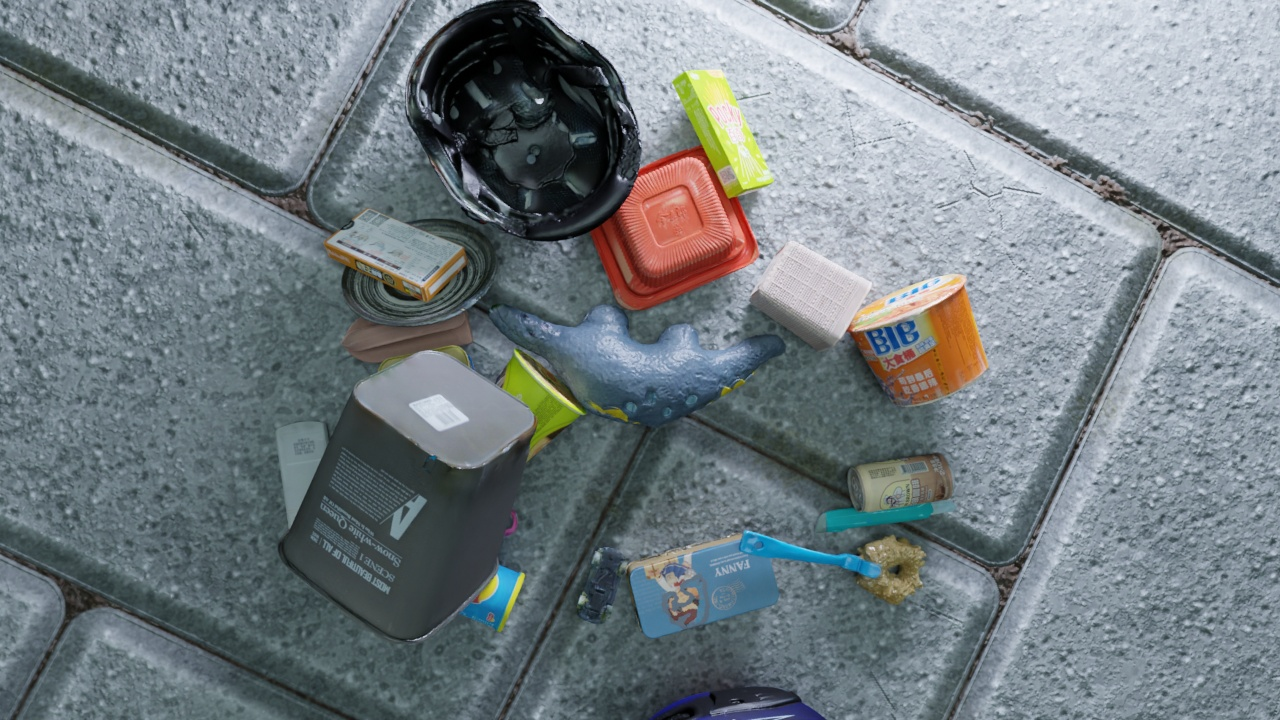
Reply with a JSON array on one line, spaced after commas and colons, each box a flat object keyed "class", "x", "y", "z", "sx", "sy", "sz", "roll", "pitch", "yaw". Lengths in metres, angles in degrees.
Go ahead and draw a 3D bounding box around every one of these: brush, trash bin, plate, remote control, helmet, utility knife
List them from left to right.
[{"class": "remote control", "x": -0.388, "y": 0.147, "z": 1.076, "sx": 0.058, "sy": 0.021, "sz": 0.150, "roll": -8, "pitch": 89, "yaw": -5}, {"class": "brush", "x": -0.272, "y": -0.035, "z": 1.067, "sx": 0.145, "sy": 0.073, "sz": 0.063, "roll": -13, "pitch": 91, "yaw": -6}, {"class": "trash bin", "x": -0.230, "y": 0.131, "z": 0.949, "sx": 0.199, "sy": 0.198, "sz": 0.220, "roll": 32, "pitch": 119, "yaw": 12}, {"class": "plate", "x": -0.252, "y": -0.097, "z": 1.056, "sx": 0.179, "sy": 0.024, "sz": 0.179, "roll": -3, "pitch": 49, "yaw": 3}, {"class": "helmet", "x": -0.129, "y": -0.258, "z": 1.046, "sx": 0.230, "sy": 0.157, "sz": 0.274, "roll": -45, "pitch": 95, "yaw": -1}, {"class": "helmet", "x": 0.085, "y": 0.479, "z": 0.989, "sx": 0.315, "sy": 0.241, "sz": 0.247, "roll": 6, "pitch": 88, "yaw": -16}, {"class": "brush", "x": 0.232, "y": 0.236, "z": 1.088, "sx": 0.254, "sy": 0.046, "sz": 0.083, "roll": 14, "pitch": 94, "yaw": -20}, {"class": "utility knife", "x": 0.303, "y": 0.191, "z": 1.136, "sx": 0.182, "sy": 0.013, "sz": 0.029, "roll": -6, "pitch": 92, "yaw": -4}]

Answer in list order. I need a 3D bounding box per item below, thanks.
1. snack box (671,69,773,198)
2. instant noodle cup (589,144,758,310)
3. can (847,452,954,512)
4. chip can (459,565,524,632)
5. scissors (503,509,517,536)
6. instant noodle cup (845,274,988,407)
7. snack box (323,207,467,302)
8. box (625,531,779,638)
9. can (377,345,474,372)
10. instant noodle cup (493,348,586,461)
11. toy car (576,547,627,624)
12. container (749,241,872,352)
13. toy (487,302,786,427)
[{"class": "snack box", "x": 0.101, "y": -0.275, "z": 1.106, "sx": 0.026, "sy": 0.085, "sz": 0.156, "roll": -26, "pitch": 89, "yaw": 38}, {"class": "instant noodle cup", "x": 0.034, "y": -0.163, "z": 1.095, "sx": 0.189, "sy": 0.079, "sz": 0.164, "roll": -24, "pitch": 87, "yaw": -1}, {"class": "can", "x": 0.317, "y": 0.149, "z": 1.116, "sx": 0.116, "sy": 0.058, "sz": 0.058, "roll": -9, "pitch": 88, "yaw": -5}, {"class": "chip can", "x": -0.243, "y": 0.240, "z": 1.060, "sx": 0.210, "sy": 0.071, "sz": 0.071, "roll": 24, "pitch": 86, "yaw": -3}, {"class": "scissors", "x": -0.204, "y": 0.157, "z": 1.097, "sx": 0.073, "sy": 0.017, "sz": 0.137, "roll": -30, "pitch": 86, "yaw": 4}, {"class": "instant noodle cup", "x": 0.332, "y": -0.021, "z": 1.086, "sx": 0.151, "sy": 0.151, "sz": 0.111, "roll": -28, "pitch": 99, "yaw": -5}, {"class": "snack box", "x": -0.279, "y": -0.123, "z": 1.046, "sx": 0.154, "sy": 0.026, "sz": 0.075, "roll": 24, "pitch": 55, "yaw": 23}, {"class": "box", "x": 0.077, "y": 0.263, "z": 1.092, "sx": 0.184, "sy": 0.061, "sz": 0.090, "roll": -16, "pitch": 90, "yaw": -4}, {"class": "can", "x": -0.244, "y": 0.019, "z": 1.062, "sx": 0.102, "sy": 0.083, "sz": 0.057, "roll": -12, "pitch": 89, "yaw": -6}, {"class": "instant noodle cup", "x": -0.144, "y": 0.068, "z": 1.063, "sx": 0.111, "sy": 0.111, "sz": 0.123, "roll": 43, "pitch": 94, "yaw": -2}, {"class": "toy car", "x": -0.047, "y": 0.267, "z": 1.094, "sx": 0.043, "sy": 0.034, "sz": 0.090, "roll": 18, "pitch": 84, "yaw": -1}, {"class": "container", "x": 0.200, "y": -0.079, "z": 1.102, "sx": 0.111, "sy": 0.090, "sz": 0.090, "roll": 32, "pitch": 85, "yaw": 0}, {"class": "toy", "x": -0.006, "y": 0.006, "z": 1.076, "sx": 0.356, "sy": 0.091, "sz": 0.138, "roll": 9, "pitch": 86, "yaw": -9}]
